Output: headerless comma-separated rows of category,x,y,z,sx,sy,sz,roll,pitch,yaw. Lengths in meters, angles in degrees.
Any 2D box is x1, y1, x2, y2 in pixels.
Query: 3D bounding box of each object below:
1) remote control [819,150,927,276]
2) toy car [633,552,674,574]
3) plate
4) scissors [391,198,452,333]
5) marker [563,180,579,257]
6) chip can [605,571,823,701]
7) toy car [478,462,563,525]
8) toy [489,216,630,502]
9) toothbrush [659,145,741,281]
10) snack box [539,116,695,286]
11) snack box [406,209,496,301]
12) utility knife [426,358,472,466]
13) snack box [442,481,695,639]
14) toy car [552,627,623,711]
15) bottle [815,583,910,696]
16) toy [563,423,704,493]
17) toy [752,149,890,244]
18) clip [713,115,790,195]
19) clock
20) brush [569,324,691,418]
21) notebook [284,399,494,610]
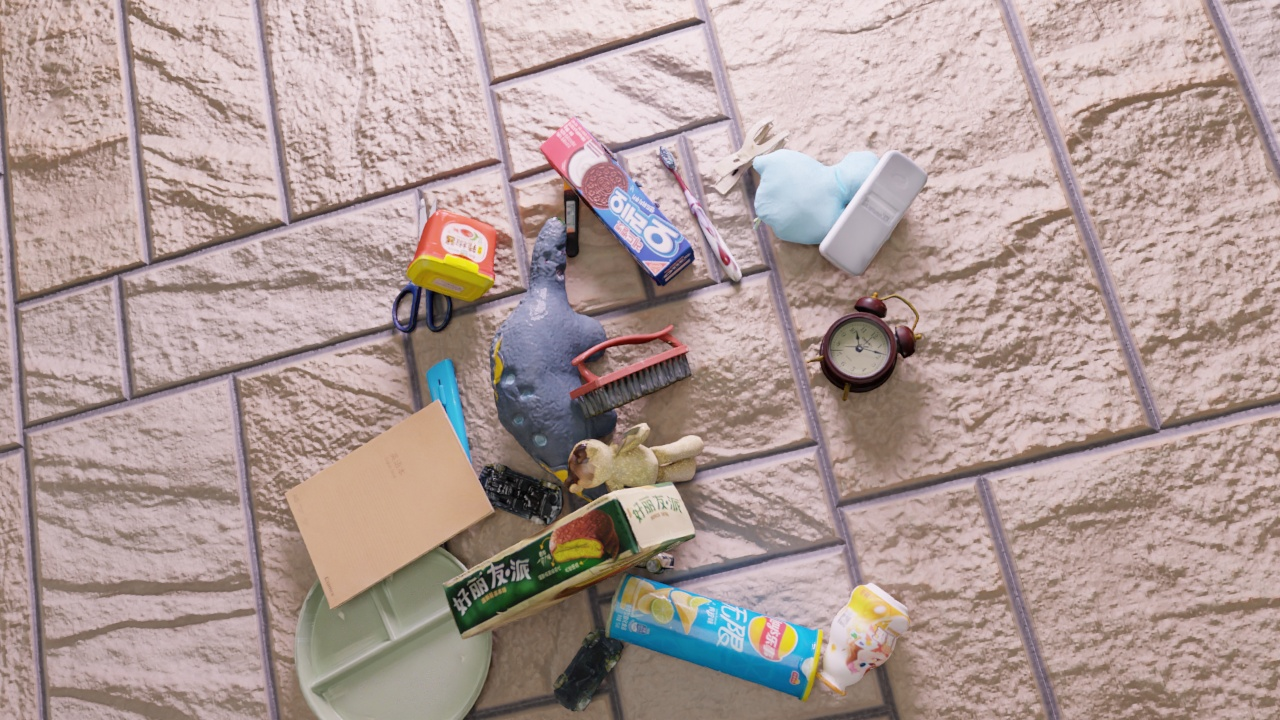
remote control,0.249,-0.157,0.983,0.056,0.020,0.136,33,95,-10
toy car,-0.008,0.208,0.977,0.090,0.042,0.035,8,79,11
plate,-0.271,0.310,1.012,0.230,0.027,0.230,-2,79,10
scissors,-0.248,-0.113,1.097,0.126,0.012,0.173,26,84,15
marker,-0.081,-0.182,1.080,0.018,0.015,0.123,-2,82,8
chip can,0.074,0.278,0.931,0.210,0.071,0.071,14,82,10
toy car,-0.132,0.148,1.015,0.106,0.031,0.049,17,86,18
toy,-0.094,0.019,1.004,0.137,0.091,0.356,-11,82,-10
toothbrush,0.067,-0.170,1.049,0.016,0.017,0.187,-29,75,4
snack box,-0.025,-0.179,1.038,0.058,0.057,0.207,-41,82,0
snack box,-0.213,-0.121,1.051,0.091,0.082,0.080,17,68,-25
utility knife,-0.215,0.078,1.051,0.034,0.018,0.161,-16,78,6
snack box,-0.073,0.200,0.911,0.241,0.114,0.063,-32,73,27
toy car,-0.054,0.325,0.967,0.043,0.034,0.090,34,86,11
bottle,0.218,0.279,0.913,0.063,0.063,0.108,34,87,14
toy,-0.004,0.104,0.955,0.066,0.157,0.105,52,134,46
toy,0.199,-0.178,1.011,0.156,0.050,0.161,-38,88,-2
clip,0.123,-0.232,1.040,0.099,0.070,0.034,-43,76,-8
clock,0.240,-0.018,0.969,0.122,0.055,0.082,-42,75,3
brush,-0.006,0.006,0.979,0.145,0.063,0.069,-21,87,-37
notebook,-0.284,0.159,1.027,0.211,0.012,0.149,-31,71,3
